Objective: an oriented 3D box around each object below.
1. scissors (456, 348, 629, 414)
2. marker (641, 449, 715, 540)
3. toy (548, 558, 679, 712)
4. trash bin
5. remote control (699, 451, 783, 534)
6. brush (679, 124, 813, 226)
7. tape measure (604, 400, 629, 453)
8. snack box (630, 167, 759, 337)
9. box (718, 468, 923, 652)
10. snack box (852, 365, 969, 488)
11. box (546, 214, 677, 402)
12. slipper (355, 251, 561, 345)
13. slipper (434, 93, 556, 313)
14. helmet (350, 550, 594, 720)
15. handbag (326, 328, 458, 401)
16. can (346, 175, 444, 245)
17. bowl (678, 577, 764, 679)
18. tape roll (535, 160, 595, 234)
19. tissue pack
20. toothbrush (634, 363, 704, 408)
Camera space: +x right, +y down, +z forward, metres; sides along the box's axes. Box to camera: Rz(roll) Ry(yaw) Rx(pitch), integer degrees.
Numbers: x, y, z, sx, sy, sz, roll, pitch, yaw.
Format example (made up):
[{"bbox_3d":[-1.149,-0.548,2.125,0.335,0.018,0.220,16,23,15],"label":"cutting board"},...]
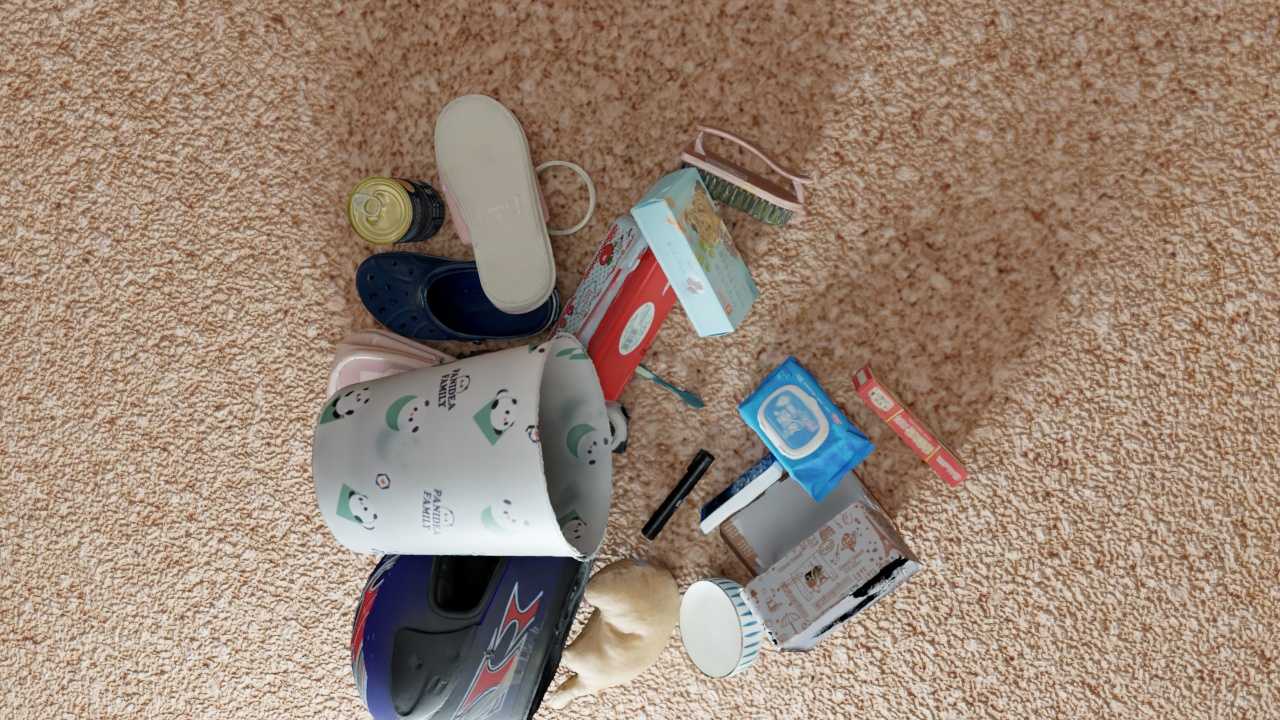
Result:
[{"bbox_3d":[-0.130,0.046,1.122,0.225,0.015,0.189,33,106,-4],"label":"scissors"},{"bbox_3d":[0.044,0.164,1.120,0.022,0.020,0.132,40,104,16],"label":"marker"},{"bbox_3d":[-0.032,0.346,1.122,0.143,0.082,0.226,15,105,-27],"label":"toy"},{"bbox_3d":[-0.180,0.100,0.954,0.252,0.229,0.229,-7,100,14],"label":"trash bin"},{"bbox_3d":[0.120,0.157,1.092,0.125,0.049,0.024,-41,96,14],"label":"remote control"},{"bbox_3d":[0.115,-0.203,1.013,0.145,0.063,0.073,25,114,2],"label":"brush"},{"bbox_3d":[-0.047,0.078,1.102,0.066,0.033,0.066,3,113,-1],"label":"tape measure"},{"bbox_3d":[0.063,-0.116,1.003,0.052,0.074,0.175,-10,121,41],"label":"snack box"},{"bbox_3d":[0.197,0.209,1.065,0.183,0.154,0.184,-40,61,10],"label":"box"},{"bbox_3d":[0.302,0.073,1.034,0.153,0.075,0.025,44,104,-2],"label":"snack box"},{"bbox_3d":[-0.036,-0.064,1.065,0.101,0.095,0.201,36,98,40],"label":"box"},{"bbox_3d":[-0.221,-0.067,1.070,0.253,0.095,0.105,7,99,11],"label":"slipper"},{"bbox_3d":[-0.161,-0.178,1.041,0.114,0.054,0.274,-21,75,4],"label":"slipper"},{"bbox_3d":[-0.204,0.297,1.070,0.240,0.247,0.315,21,96,4],"label":"helmet"},{"bbox_3d":[-0.256,0.074,1.104,0.234,0.093,0.194,10,115,-1],"label":"handbag"},{"bbox_3d":[-0.278,-0.172,1.054,0.075,0.111,0.075,1,99,8],"label":"can"},{"bbox_3d":[0.106,0.318,1.107,0.066,0.116,0.116,-1,105,-37],"label":"bowl"},{"bbox_3d":[-0.095,-0.190,1.072,0.086,0.014,0.086,2,101,8],"label":"tape roll"},{"bbox_3d":[0.183,0.075,1.036,0.095,0.052,0.157,-44,57,11],"label":"tissue pack"},{"bbox_3d":[-0.007,0.006,1.099,0.191,0.018,0.016,30,100,4],"label":"toothbrush"}]
